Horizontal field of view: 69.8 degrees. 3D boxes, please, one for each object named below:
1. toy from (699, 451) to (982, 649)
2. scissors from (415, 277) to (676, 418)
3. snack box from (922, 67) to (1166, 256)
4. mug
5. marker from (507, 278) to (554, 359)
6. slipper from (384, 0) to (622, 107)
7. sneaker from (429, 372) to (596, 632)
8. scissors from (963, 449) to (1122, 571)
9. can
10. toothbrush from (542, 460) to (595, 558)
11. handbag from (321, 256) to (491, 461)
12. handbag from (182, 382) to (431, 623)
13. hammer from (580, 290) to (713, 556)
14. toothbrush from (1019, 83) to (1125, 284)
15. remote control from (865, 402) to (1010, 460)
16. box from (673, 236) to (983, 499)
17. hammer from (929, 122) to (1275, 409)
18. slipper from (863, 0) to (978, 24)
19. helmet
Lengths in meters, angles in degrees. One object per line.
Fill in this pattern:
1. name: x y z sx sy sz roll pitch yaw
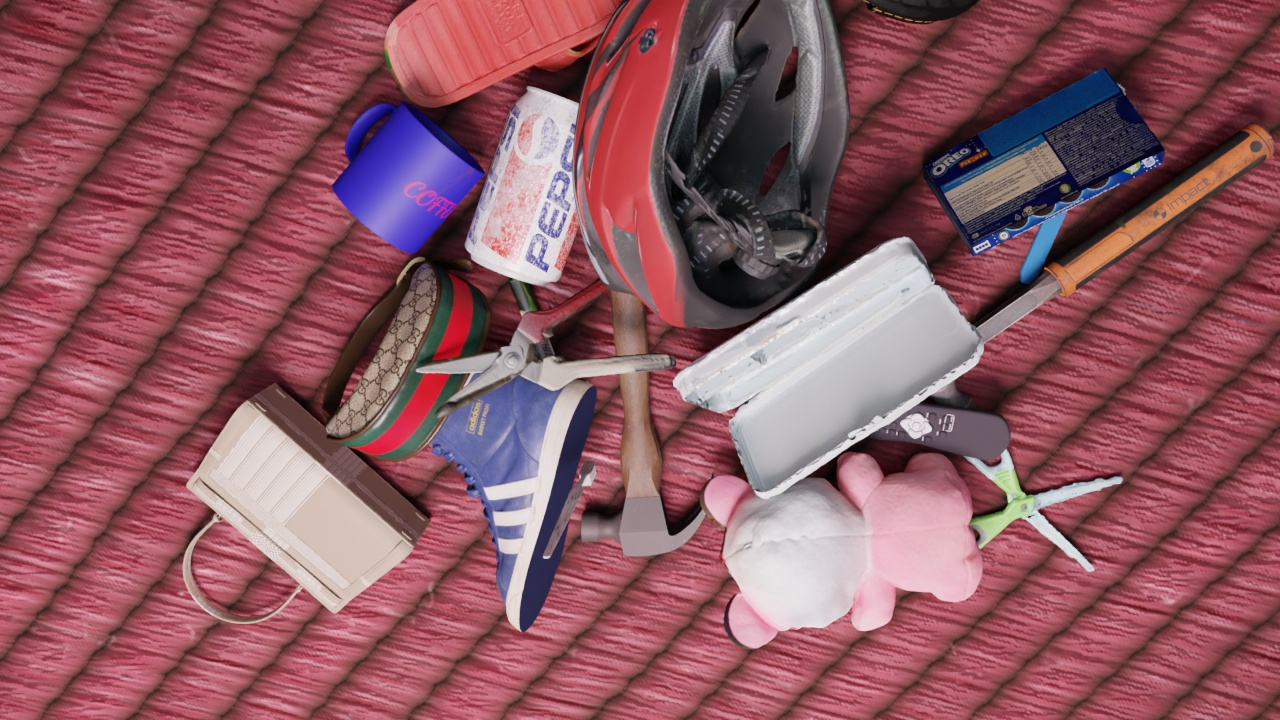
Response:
1. toy: 0.160 0.143 0.726 0.213 0.084 0.142 -6 76 -4
2. scissors: -0.059 -0.012 0.683 0.179 0.015 0.187 25 68 -15
3. snack box: 0.302 -0.150 0.697 0.150 0.027 0.082 -26 67 11
4. mug: -0.187 -0.150 0.709 0.083 0.079 0.111 -47 68 8
5. marker: -0.077 -0.001 0.760 0.017 0.017 0.146 -19 101 4
6. slipper: -0.079 -0.270 0.689 0.249 0.059 0.103 -25 101 21
7. sneaker: -0.121 0.105 0.747 0.118 0.091 0.233 20 117 12
8. scissors: 0.323 0.119 0.777 0.171 0.023 0.167 -20 94 3
9. can: -0.078 -0.132 0.704 0.078 0.078 0.136 21 100 -3
10. toothbrush: -0.050 0.108 0.668 0.010 0.181 0.010 -5 103 7
11. handbag: -0.187 -0.009 0.707 0.063 0.138 0.166 33 81 -44
12. handbag: -0.312 0.151 0.778 0.175 0.062 0.198 44 105 -8
13. hammer: -0.004 0.004 0.754 0.115 0.033 0.323 -4 100 4
14. toothbrush: 0.341 -0.139 0.728 0.016 0.014 0.167 20 101 -3
15. remote control: 0.233 0.053 0.743 0.124 0.009 0.046 11 125 18
16. box: 0.148 0.018 0.686 0.216 0.106 0.124 -33 69 21
17. hammer: 0.339 -0.086 0.720 0.315 0.035 0.138 -37 98 10
18. slipper: 0.141 -0.321 0.666 0.267 0.076 0.113 14 97 -18
19. helmet: 0.050 -0.159 0.641 0.167 0.217 0.272 19 103 40
